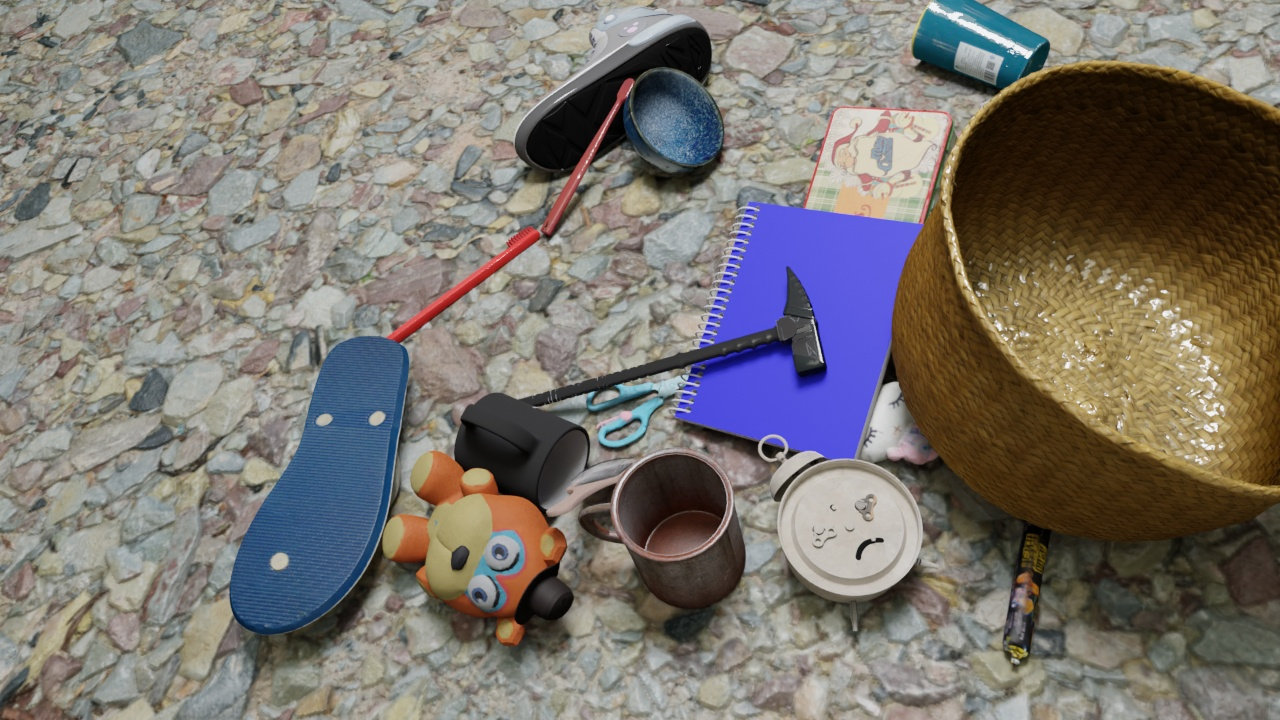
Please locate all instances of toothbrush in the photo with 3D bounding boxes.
[{"bbox_3d":[-0.053,-0.215,0.976,0.016,0.016,0.190,27,86,37],"label":"toothbrush"},{"bbox_3d":[-0.191,-0.074,0.949,0.212,0.012,0.018,-39,56,-14],"label":"toothbrush"}]

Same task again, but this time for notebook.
[{"bbox_3d":[0.131,-0.030,0.784,0.172,0.022,0.209,14,78,30],"label":"notebook"}]

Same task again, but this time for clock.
[{"bbox_3d":[0.145,0.119,0.706,0.103,0.061,0.157,-34,63,-10],"label":"clock"}]

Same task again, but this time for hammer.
[{"bbox_3d":[-0.005,0.005,0.807,0.325,0.015,0.095,-16,67,17],"label":"hammer"}]

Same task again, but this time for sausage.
[{"bbox_3d":[0.287,0.149,0.674,0.020,0.020,0.155,13,60,21],"label":"sausage"}]

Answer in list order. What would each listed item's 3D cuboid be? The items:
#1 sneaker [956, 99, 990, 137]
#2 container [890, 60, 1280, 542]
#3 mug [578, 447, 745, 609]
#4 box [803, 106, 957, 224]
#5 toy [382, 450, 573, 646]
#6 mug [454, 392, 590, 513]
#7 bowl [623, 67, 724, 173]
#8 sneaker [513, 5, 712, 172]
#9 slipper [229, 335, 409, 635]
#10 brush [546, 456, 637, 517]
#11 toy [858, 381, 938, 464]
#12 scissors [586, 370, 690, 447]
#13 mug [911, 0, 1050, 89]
[{"bbox_3d":[0.360,-0.216,0.862,0.236,0.099,0.089,-23,68,0],"label":"sneaker"},{"bbox_3d":[0.331,-0.030,0.649,0.307,0.197,0.306,2,64,-3],"label":"container"},{"bbox_3d":[0.016,0.130,0.700,0.123,0.110,0.096,1,51,15],"label":"mug"},{"bbox_3d":[0.205,-0.127,0.822,0.118,0.051,0.205,13,79,34],"label":"box"},{"bbox_3d":[-0.125,0.149,0.730,0.176,0.096,0.112,25,93,18],"label":"toy"},{"bbox_3d":[-0.105,0.070,0.766,0.088,0.113,0.078,21,72,25],"label":"mug"},{"bbox_3d":[0.026,-0.246,0.977,0.114,0.061,0.114,10,69,-28],"label":"bowl"},{"bbox_3d":[-0.055,-0.323,1.051,0.256,0.093,0.160,-34,47,-9],"label":"sneaker"},{"bbox_3d":[-0.266,0.106,0.816,0.118,0.060,0.294,0,54,9],"label":"slipper"},{"bbox_3d":[-0.042,0.097,0.730,0.050,0.135,0.015,-16,93,20],"label":"brush"},{"bbox_3d":[0.194,0.045,0.757,0.123,0.038,0.079,33,71,34],"label":"toy"},{"bbox_3d":[0.013,0.024,0.836,0.141,0.015,0.076,-29,53,-14],"label":"scissors"},{"bbox_3d":[0.356,-0.329,0.958,0.121,0.078,0.078,38,71,27],"label":"mug"}]
